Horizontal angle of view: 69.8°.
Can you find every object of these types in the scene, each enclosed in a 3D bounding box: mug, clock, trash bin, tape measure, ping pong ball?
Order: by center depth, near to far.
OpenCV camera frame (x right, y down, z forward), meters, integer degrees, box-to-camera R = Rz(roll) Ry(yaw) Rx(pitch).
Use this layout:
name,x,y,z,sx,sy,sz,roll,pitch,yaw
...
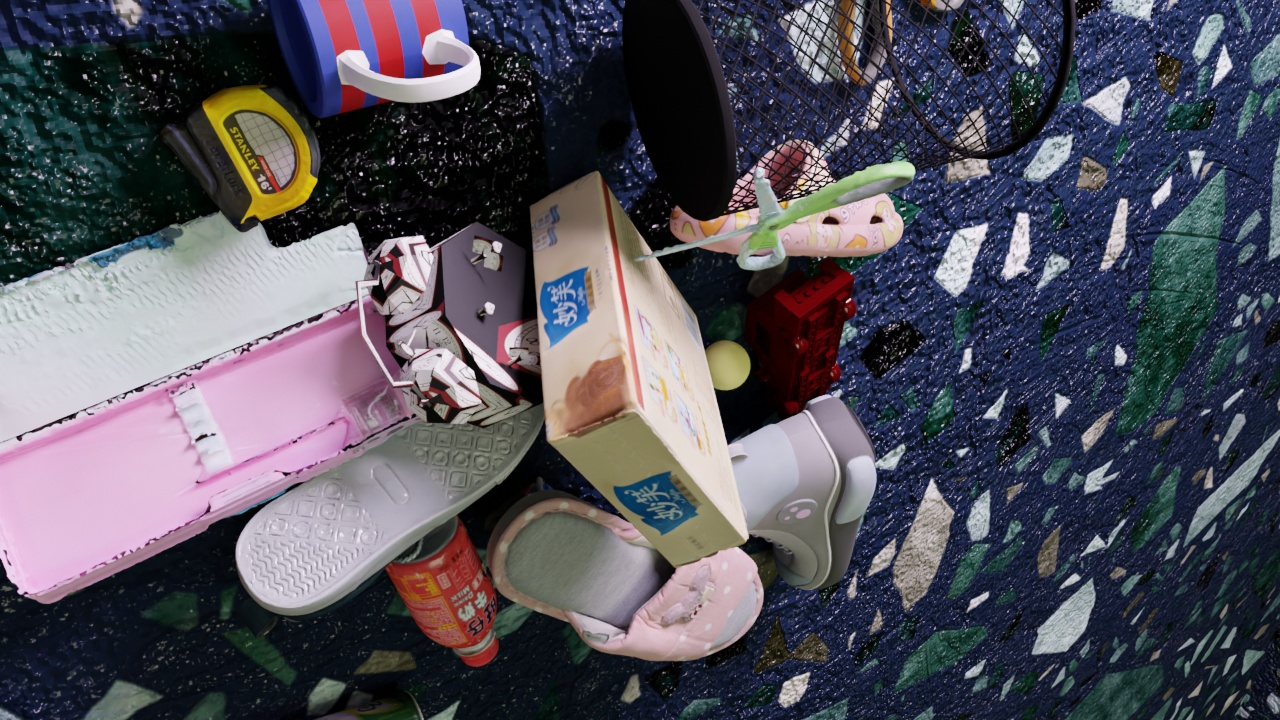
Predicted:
name,x,y,z,sx,sy,sz,roll,pitch,yaw
mug,-0.127,-0.156,0.449,0.076,0.112,0.075,-23,142,-25
tape measure,-0.199,-0.108,0.473,0.064,0.037,0.065,-36,118,-8
clock,-0.098,-0.022,0.526,0.065,0.114,0.154,-23,174,27
trash bin,0.113,-0.185,0.562,0.210,0.184,0.184,-20,126,-13
ping pong ball,0.068,0.004,0.736,0.040,0.040,0.040,-18,124,-28

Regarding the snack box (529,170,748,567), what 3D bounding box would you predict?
name,x,y,z,sx,sy,sz,roll,pitch,yaw
snack box,-0.003,0.003,0.572,0.055,0.207,0.153,-24,134,15

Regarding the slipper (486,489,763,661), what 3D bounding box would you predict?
name,x,y,z,sx,sy,sz,roll,pitch,yaw
slipper,0.004,0.171,0.686,0.274,0.054,0.114,28,93,-38

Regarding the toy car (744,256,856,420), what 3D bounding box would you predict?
name,x,y,z,sx,sy,sz,roll,pitch,yaw
toy car,0.126,-0.018,0.747,0.070,0.062,0.170,-35,153,-15

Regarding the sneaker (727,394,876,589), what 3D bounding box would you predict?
name,x,y,z,sx,sy,sz,roll,pitch,yaw
sneaker,0.106,0.141,0.803,0.160,0.093,0.257,-15,142,-13

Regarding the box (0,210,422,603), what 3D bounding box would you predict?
name,x,y,z,sx,sy,sz,roll,pitch,yaw
box,-0.246,0.011,0.504,0.230,0.062,0.161,-26,100,-22

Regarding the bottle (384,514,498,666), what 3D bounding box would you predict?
name,x,y,z,sx,sy,sz,roll,pitch,yaw
bottle,-0.137,0.171,0.666,0.061,0.062,0.138,-31,131,-20

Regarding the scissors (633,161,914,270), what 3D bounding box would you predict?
name,x,y,z,sx,sy,sz,roll,pitch,yaw
scissors,0.079,-0.083,0.548,0.171,0.021,0.173,-14,172,9

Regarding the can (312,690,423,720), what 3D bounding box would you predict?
name,x,y,z,sx,sy,sz,roll,pitch,yaw
can,-0.219,0.291,0.669,0.120,0.067,0.067,-7,119,-34

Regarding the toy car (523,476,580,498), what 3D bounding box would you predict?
name,x,y,z,sx,sy,sz,roll,pitch,yaw
toy car,-0.047,0.156,0.724,0.055,0.056,0.153,-32,127,5

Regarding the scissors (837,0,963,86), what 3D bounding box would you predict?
name,x,y,z,sx,sy,sz,roll,pitch,yaw
scissors,0.182,-0.317,0.652,0.175,0.016,0.225,-28,128,-22

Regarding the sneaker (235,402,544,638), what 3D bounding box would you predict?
name,x,y,z,sx,sy,sz,roll,pitch,yaw
sneaker,-0.152,0.081,0.586,0.234,0.089,0.088,-40,169,-29

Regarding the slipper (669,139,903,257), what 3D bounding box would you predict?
name,x,y,z,sx,sy,sz,roll,pitch,yaw
slipper,0.113,-0.119,0.669,0.196,0.093,0.081,-7,110,-32
